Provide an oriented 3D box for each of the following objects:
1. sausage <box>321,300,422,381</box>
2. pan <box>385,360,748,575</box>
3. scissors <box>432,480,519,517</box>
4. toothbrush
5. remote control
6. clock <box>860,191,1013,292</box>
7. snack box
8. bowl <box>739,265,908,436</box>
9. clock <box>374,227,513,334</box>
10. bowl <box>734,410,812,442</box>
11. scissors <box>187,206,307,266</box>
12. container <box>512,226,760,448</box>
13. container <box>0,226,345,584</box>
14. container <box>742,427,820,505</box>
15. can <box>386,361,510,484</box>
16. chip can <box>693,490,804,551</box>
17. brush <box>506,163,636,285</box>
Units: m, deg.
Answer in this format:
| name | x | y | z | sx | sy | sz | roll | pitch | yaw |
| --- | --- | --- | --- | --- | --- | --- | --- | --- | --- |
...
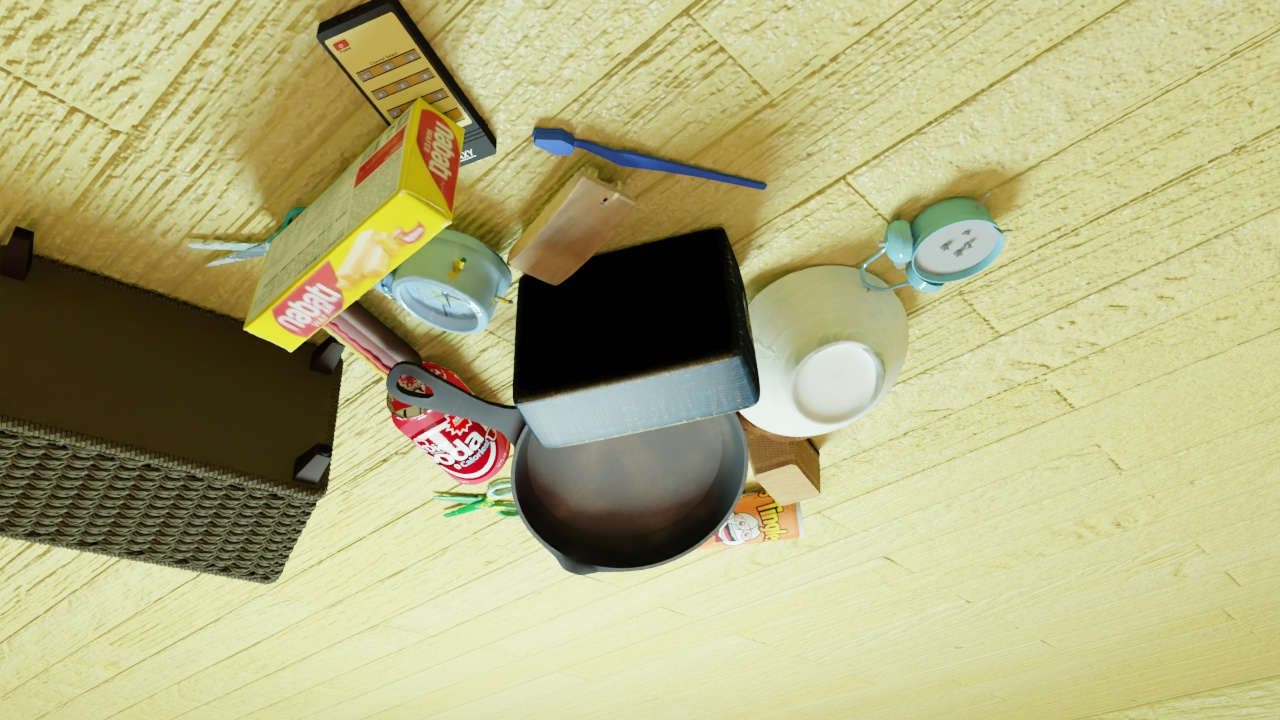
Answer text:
| name | x | y | z | sx | sy | sz | roll | pitch | yaw |
| --- | --- | --- | --- | --- | --- | --- | --- | --- | --- |
| sausage | -0.245 | -0.024 | 0.802 | 0.040 | 0.040 | 0.155 | -15 | 148 | 15 |
| pan | -0.067 | 0.074 | 0.870 | 0.356 | 0.043 | 0.249 | 24 | 109 | -18 |
| scissors | -0.189 | 0.169 | 1.116 | 0.128 | 0.012 | 0.120 | 9 | 142 | -20 |
| toothbrush | 0.011 | -0.147 | 0.686 | 0.186 | 0.011 | 0.017 | 9 | 143 | -18 |
| remote control | -0.154 | -0.181 | 0.620 | 0.058 | 0.013 | 0.133 | -16 | 143 | 17 |
| clock | 0.242 | -0.090 | 0.765 | 0.123 | 0.042 | 0.087 | -27 | 139 | 27 |
| snack box | -0.205 | -0.090 | 0.649 | 0.201 | 0.092 | 0.042 | -30 | 135 | 33 |
| bowl | 0.166 | 0.007 | 0.818 | 0.176 | 0.057 | 0.177 | -4 | 118 | -8 |
| clock | -0.164 | -0.061 | 0.745 | 0.125 | 0.051 | 0.089 | -4 | 147 | 37 |
| bowl | 0.147 | 0.039 | 0.915 | 0.147 | 0.068 | 0.147 | -3 | 145 | -2 |
| scissors | -0.296 | -0.083 | 0.744 | 0.135 | 0.015 | 0.086 | -14 | 146 | 12 |
| container | -0.006 | -0.020 | 0.749 | 0.187 | 0.145 | 0.071 | -12 | 141 | 12 |
| container | -0.420 | 0.043 | 0.779 | 0.320 | 0.176 | 0.206 | 21 | 134 | -31 |
| container | 0.161 | 0.114 | 1.029 | 0.063 | 0.061 | 0.114 | -19 | 142 | 20 |
| can | -0.188 | 0.065 | 0.913 | 0.074 | 0.074 | 0.142 | -13 | 144 | 13 |
| chip can | 0.095 | 0.203 | 1.149 | 0.210 | 0.062 | 0.062 | -9 | 145 | 6 |
| brush | -0.056 | -0.106 | 0.714 | 0.049 | 0.039 | 0.117 | 21 | 138 | -28 |
